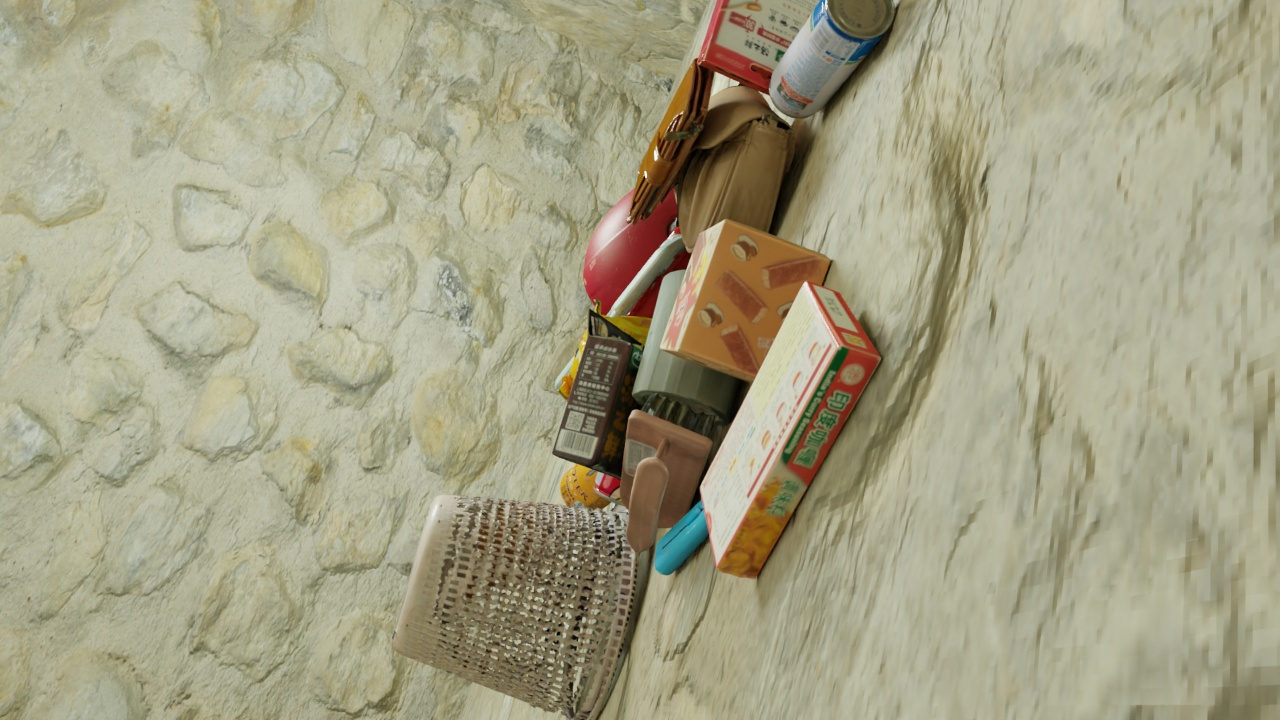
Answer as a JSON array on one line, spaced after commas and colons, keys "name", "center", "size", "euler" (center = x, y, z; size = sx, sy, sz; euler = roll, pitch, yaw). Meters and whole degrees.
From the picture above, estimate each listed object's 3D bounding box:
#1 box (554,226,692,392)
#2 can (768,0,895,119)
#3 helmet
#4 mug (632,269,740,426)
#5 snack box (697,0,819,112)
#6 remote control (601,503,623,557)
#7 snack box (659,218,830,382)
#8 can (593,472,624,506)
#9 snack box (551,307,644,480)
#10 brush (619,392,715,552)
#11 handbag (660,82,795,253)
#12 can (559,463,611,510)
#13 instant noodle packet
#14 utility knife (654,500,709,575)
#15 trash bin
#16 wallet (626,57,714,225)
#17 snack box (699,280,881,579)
[{"name": "box", "center": [-0.005, -0.054, 0.960], "size": [0.201, 0.050, 0.160], "euler": [-51, -13, 26]}, {"name": "can", "center": [0.146, -0.242, 0.722], "size": [0.135, 0.053, 0.053], "euler": [134, 155, -74]}, {"name": "helmet", "center": [0.008, -0.148, 1.193], "size": [0.207, 0.144, 0.240], "euler": [180, 111, -85]}, {"name": "mug", "center": [0.049, -0.001, 0.751], "size": [0.124, 0.084, 0.103], "euler": [57, -134, -64]}, {"name": "snack box", "center": [0.116, -0.285, 0.823], "size": [0.044, 0.113, 0.127], "euler": [139, 151, -69]}, {"name": "remote control", "center": [-0.015, 0.147, 1.025], "size": [0.058, 0.021, 0.150], "euler": [136, 152, -75]}, {"name": "snack box", "center": [0.069, -0.038, 0.642], "size": [0.093, 0.077, 0.094], "euler": [-159, 89, -83]}, {"name": "can", "center": [0.002, 0.088, 0.863], "size": [0.066, 0.066, 0.094], "euler": [-133, 63, -83]}, {"name": "snack box", "center": [-0.016, 0.035, 0.778], "size": [0.113, 0.053, 0.125], "euler": [32, -107, -59]}, {"name": "brush", "center": [0.013, 0.094, 0.714], "size": [0.146, 0.063, 0.072], "euler": [101, -167, -52]}, {"name": "handbag", "center": [0.079, -0.178, 0.867], "size": [0.204, 0.099, 0.148], "euler": [-95, 22, -64]}, {"name": "can", "center": [-0.030, 0.113, 0.969], "size": [0.146, 0.058, 0.058], "euler": [-44, 24, 47]}, {"name": "instant noodle packet", "center": [-0.005, 0.005, 0.889], "size": [0.044, 0.128, 0.111], "euler": [-101, 30, -59]}, {"name": "utility knife", "center": [0.049, 0.105, 0.646], "size": [0.209, 0.018, 0.034], "euler": [121, 168, -53]}, {"name": "trash bin", "center": [-0.124, 0.222, 0.877], "size": [0.227, 0.192, 0.227], "euler": [-165, 91, -80]}, {"name": "wallet", "center": [0.027, -0.194, 0.840], "size": [0.131, 0.035, 0.118], "euler": [-58, 10, 42]}, {"name": "snack box", "center": [0.078, 0.040, 0.519], "size": [0.077, 0.027, 0.156], "euler": [-98, 28, -59]}]
